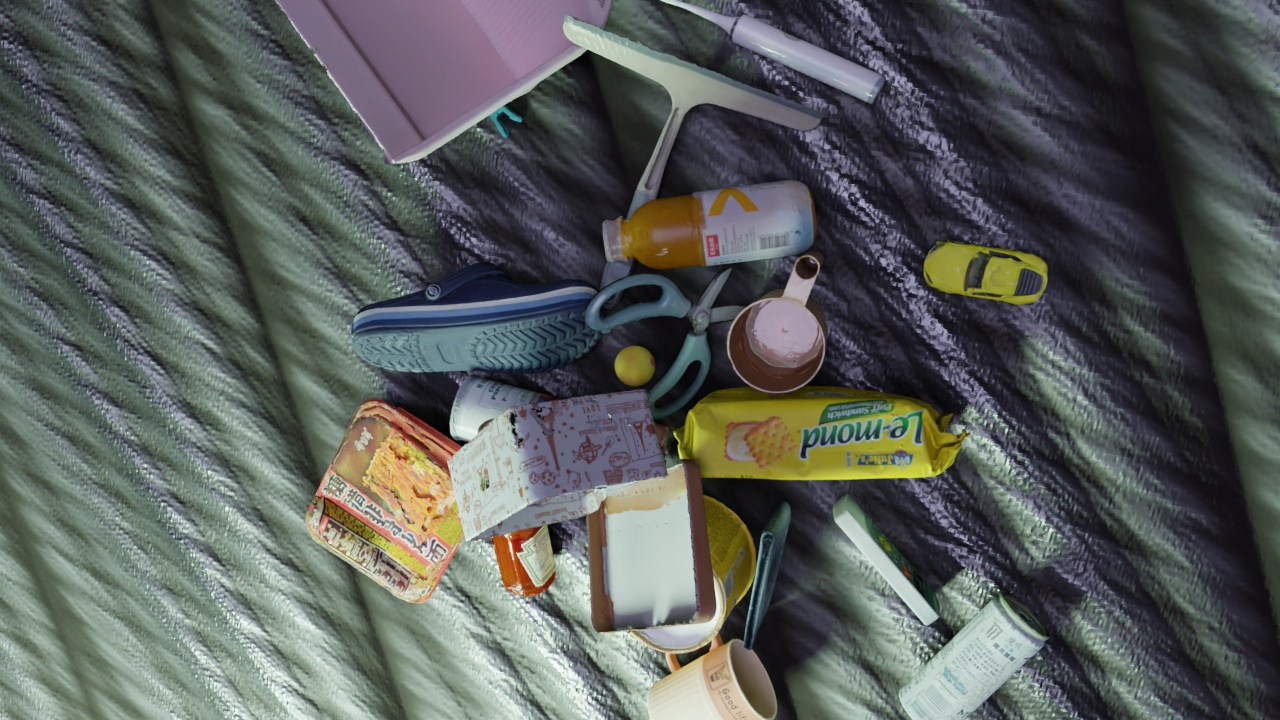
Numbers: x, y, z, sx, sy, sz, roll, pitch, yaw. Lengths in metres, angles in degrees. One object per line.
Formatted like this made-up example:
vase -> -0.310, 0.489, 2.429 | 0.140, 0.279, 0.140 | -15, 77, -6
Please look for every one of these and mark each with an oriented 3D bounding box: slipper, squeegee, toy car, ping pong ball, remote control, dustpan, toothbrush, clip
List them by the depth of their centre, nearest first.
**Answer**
dustpan -> -0.159, -0.329, 0.798 | 0.139, 0.272, 0.222 | -35, 94, 42
toy car -> 0.305, -0.078, 0.815 | 0.105, 0.032, 0.048 | 12, 104, 14
toothbrush -> 0.114, -0.288, 0.826 | 0.221, 0.026, 0.026 | 27, 111, 8
squeegee -> 0.009, -0.162, 0.870 | 0.246, 0.039, 0.247 | 18, 113, -9
remote control -> 0.233, 0.186, 0.871 | 0.019, 0.056, 0.135 | -41, 88, 17
ping pong ball -> -0.005, 0.005, 0.905 | 0.040, 0.040, 0.040 | 3, 101, 14
clip -> -0.142, -0.248, 0.905 | 0.057, 0.015, 0.050 | 45, 110, 1
slipper -> -0.159, -0.044, 0.912 | 0.253, 0.105, 0.095 | -6, 64, 5

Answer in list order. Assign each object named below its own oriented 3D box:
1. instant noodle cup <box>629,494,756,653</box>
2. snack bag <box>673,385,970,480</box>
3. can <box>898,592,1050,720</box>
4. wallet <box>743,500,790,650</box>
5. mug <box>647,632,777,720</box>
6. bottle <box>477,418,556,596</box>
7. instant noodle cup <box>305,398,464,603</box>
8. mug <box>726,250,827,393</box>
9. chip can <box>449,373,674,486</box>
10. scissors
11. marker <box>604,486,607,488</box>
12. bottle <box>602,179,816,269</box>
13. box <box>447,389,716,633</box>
instant noodle cup -> 0.038, 0.212, 0.898 | 0.138, 0.109, 0.138 | 3, 102, 14
snack bag -> 0.155, 0.061, 0.814 | 0.247, 0.158, 0.068 | -1, 94, 14
can -> 0.314, 0.289, 0.869 | 0.058, 0.058, 0.147 | 39, 107, 4
wallet -> 0.120, 0.204, 0.882 | 0.019, 0.097, 0.121 | 12, 103, 16
mug -> 0.065, 0.331, 0.935 | 0.106, 0.081, 0.114 | -34, 64, 19
bottle -> -0.127, 0.148, 0.918 | 0.060, 0.059, 0.206 | 2, 124, 14
instant noodle cup -> -0.249, 0.141, 0.973 | 0.164, 0.079, 0.189 | 33, 108, 6
mug -> 0.134, -0.040, 0.827 | 0.084, 0.103, 0.125 | 21, 105, 9
chip can -> -0.078, 0.073, 0.921 | 0.215, 0.071, 0.071 | 14, 104, 11
scissors -> 0.022, -0.013, 0.867 | 0.170, 0.019, 0.179 | -5, 122, -25
marker -> -0.068, 0.123, 0.957 | 0.124, 0.015, 0.018 | 7, 107, 11
bottle -> 0.061, -0.120, 0.832 | 0.189, 0.068, 0.068 | -7, 99, 2
box -> -0.051, 0.145, 0.772 | 0.184, 0.156, 0.193 | -36, 64, 56
